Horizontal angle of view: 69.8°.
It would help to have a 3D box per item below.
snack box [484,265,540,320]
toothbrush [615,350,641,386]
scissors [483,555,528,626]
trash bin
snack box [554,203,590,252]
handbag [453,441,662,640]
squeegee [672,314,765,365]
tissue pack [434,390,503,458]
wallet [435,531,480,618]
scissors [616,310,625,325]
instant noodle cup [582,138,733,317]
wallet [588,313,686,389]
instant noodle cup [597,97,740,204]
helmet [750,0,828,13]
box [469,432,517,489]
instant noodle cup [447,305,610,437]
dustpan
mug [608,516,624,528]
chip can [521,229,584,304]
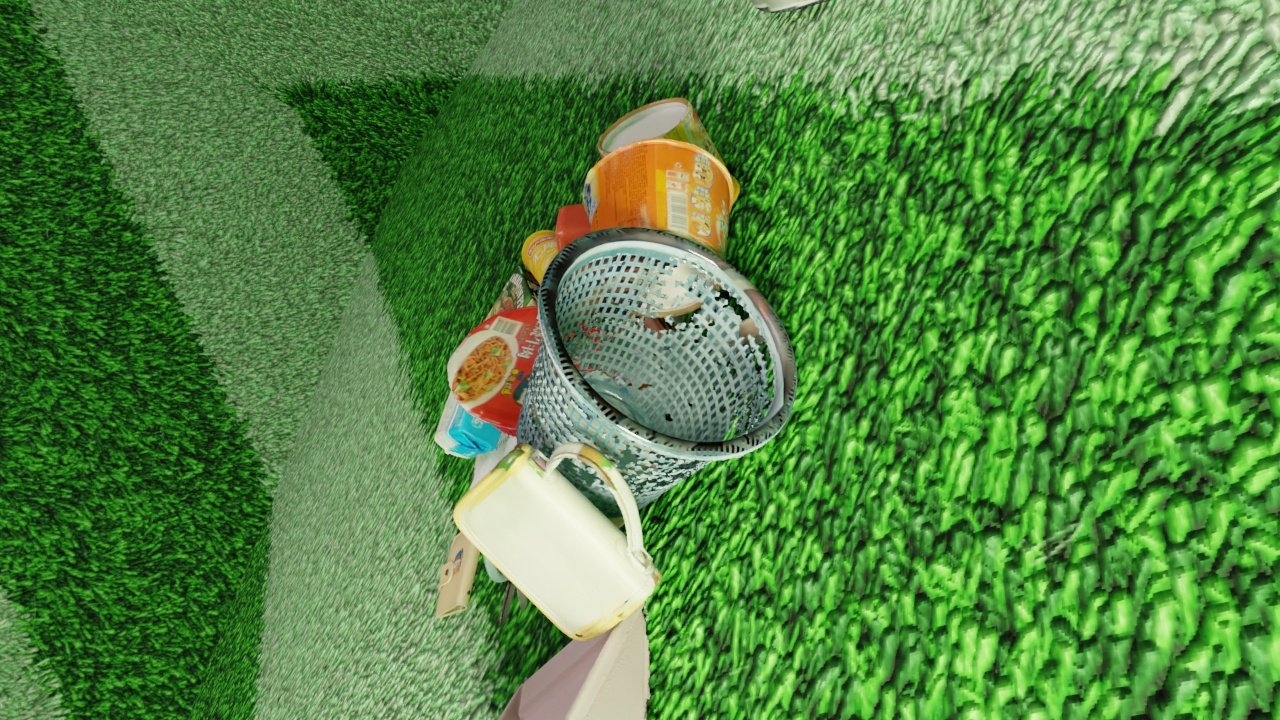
[{"bbox_3d":[-0.163,-0.040,1.309,0.114,0.063,0.240,-57,25,13],"label":"snack box"},{"bbox_3d":[-0.039,0.048,0.946,0.190,0.029,0.021,-55,9,38],"label":"toothbrush"},{"bbox_3d":[-0.129,0.186,0.960,0.180,0.019,0.170,70,-147,-59],"label":"scissors"},{"bbox_3d":[-0.010,0.030,0.800,0.196,0.226,0.226,125,157,-47],"label":"trash bin"},{"bbox_3d":[-0.063,-0.149,1.148,0.091,0.080,0.081,86,-175,-47],"label":"snack box"},{"bbox_3d":[-0.052,0.133,0.748,0.179,0.163,0.063,-43,3,44],"label":"handbag"},{"bbox_3d":[0.052,-0.085,0.968,0.248,0.040,0.249,-34,37,49],"label":"squeegee"},{"bbox_3d":[-0.200,0.055,1.151,0.090,0.063,0.139,-21,48,55],"label":"tissue pack"},{"bbox_3d":[-0.237,0.274,1.193,0.088,0.024,0.115,-37,36,46],"label":"wallet"},{"bbox_3d":[-0.025,-0.040,1.104,0.166,0.012,0.156,-34,39,48],"label":"scissors"},{"bbox_3d":[0.018,-0.120,0.883,0.152,0.151,0.111,-40,38,40],"label":"instant noodle cup"},{"bbox_3d":[-0.006,0.006,0.949,0.119,0.035,0.131,54,128,40],"label":"wallet"},{"bbox_3d":[0.024,-0.209,0.993,0.138,0.110,0.137,-20,34,14],"label":"instant noodle cup"},{"bbox_3d":[0.180,-0.539,1.023,0.275,0.156,0.229,-53,27,21],"label":"helmet"},{"bbox_3d":[-0.151,0.113,1.146,0.185,0.059,0.089,-43,30,40],"label":"box"},{"bbox_3d":[-0.122,0.022,1.065,0.066,0.194,0.193,88,-177,-48],"label":"instant noodle cup"},{"bbox_3d":[-0.098,0.309,0.751,0.223,0.138,0.272,-49,28,27],"label":"dustpan"},{"bbox_3d":[-0.059,0.132,0.921,0.104,0.084,0.124,-41,28,36],"label":"mug"},{"bbox_3d":[-0.114,-0.126,1.287,0.072,0.072,0.213,-59,25,10],"label":"chip can"}]
